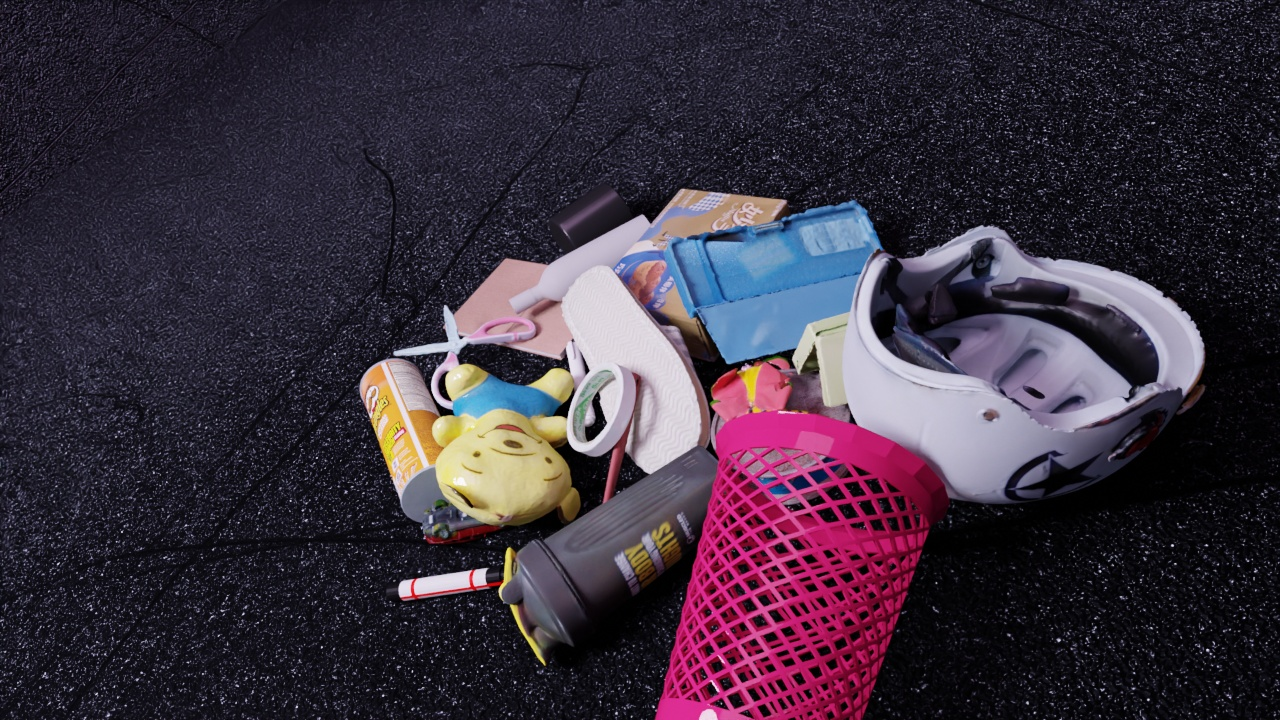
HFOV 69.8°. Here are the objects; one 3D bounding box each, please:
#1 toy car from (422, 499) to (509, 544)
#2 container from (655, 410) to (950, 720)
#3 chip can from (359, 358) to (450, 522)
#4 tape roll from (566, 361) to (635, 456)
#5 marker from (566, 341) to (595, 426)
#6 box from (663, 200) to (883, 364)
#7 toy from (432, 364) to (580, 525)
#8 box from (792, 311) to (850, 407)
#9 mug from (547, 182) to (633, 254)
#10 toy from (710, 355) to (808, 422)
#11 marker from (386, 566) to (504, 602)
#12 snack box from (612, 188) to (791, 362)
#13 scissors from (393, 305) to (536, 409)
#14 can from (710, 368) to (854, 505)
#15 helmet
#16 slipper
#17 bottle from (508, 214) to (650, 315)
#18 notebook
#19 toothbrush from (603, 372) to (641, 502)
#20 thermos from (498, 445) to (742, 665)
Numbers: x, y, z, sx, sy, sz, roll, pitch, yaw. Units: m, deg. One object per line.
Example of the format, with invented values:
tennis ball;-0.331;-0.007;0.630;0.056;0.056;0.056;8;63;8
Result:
toy car;-0.173;0.160;0.925;0.091;0.036;0.042;-14;39;-4
container;0.107;0.181;0.668;0.183;0.183;0.225;5;57;31
chip can;-0.253;0.083;1.019;0.075;0.075;0.215;-32;41;-7
tape roll;-0.039;0.047;0.902;0.094;0.018;0.093;-36;42;40
marker;-0.068;0.025;1.027;0.017;0.020;0.133;-25;40;7
box;0.158;-0.077;0.951;0.231;0.048;0.176;-12;55;-14
toy;-0.136;0.089;0.927;0.149;0.084;0.213;6;36;-15
box;0.239;-0.024;0.844;0.188;0.077;0.090;-14;40;-12
mug;-0.069;-0.175;1.207;0.088;0.078;0.114;-36;14;-12
toy;0.108;0.036;0.838;0.084;0.046;0.103;-19;44;-12
marker;-0.177;0.214;0.884;0.146;0.019;0.019;-12;42;16
snack box;0.065;-0.104;1.057;0.155;0.069;0.202;15;55;37
scissors;-0.204;-0.011;1.086;0.170;0.013;0.172;-7;48;-13
can;0.134;0.069;0.856;0.130;0.044;0.129;-15;42;13
helmet;0.291;0.019;0.734;0.263;0.164;0.236;-10;40;-15
slipper;-0.006;0.006;0.953;0.115;0.054;0.272;-45;52;21
bottle;-0.071;-0.112;1.134;0.195;0.052;0.052;-29;40;-4
notebook;-0.139;-0.072;1.176;0.209;0.008;0.141;13;54;37
toothbrush;-0.028;0.102;0.880;0.016;0.016;0.189;-1;68;38
thermos;-0.018;0.162;0.804;0.220;0.098;0.098;-33;41;-14
